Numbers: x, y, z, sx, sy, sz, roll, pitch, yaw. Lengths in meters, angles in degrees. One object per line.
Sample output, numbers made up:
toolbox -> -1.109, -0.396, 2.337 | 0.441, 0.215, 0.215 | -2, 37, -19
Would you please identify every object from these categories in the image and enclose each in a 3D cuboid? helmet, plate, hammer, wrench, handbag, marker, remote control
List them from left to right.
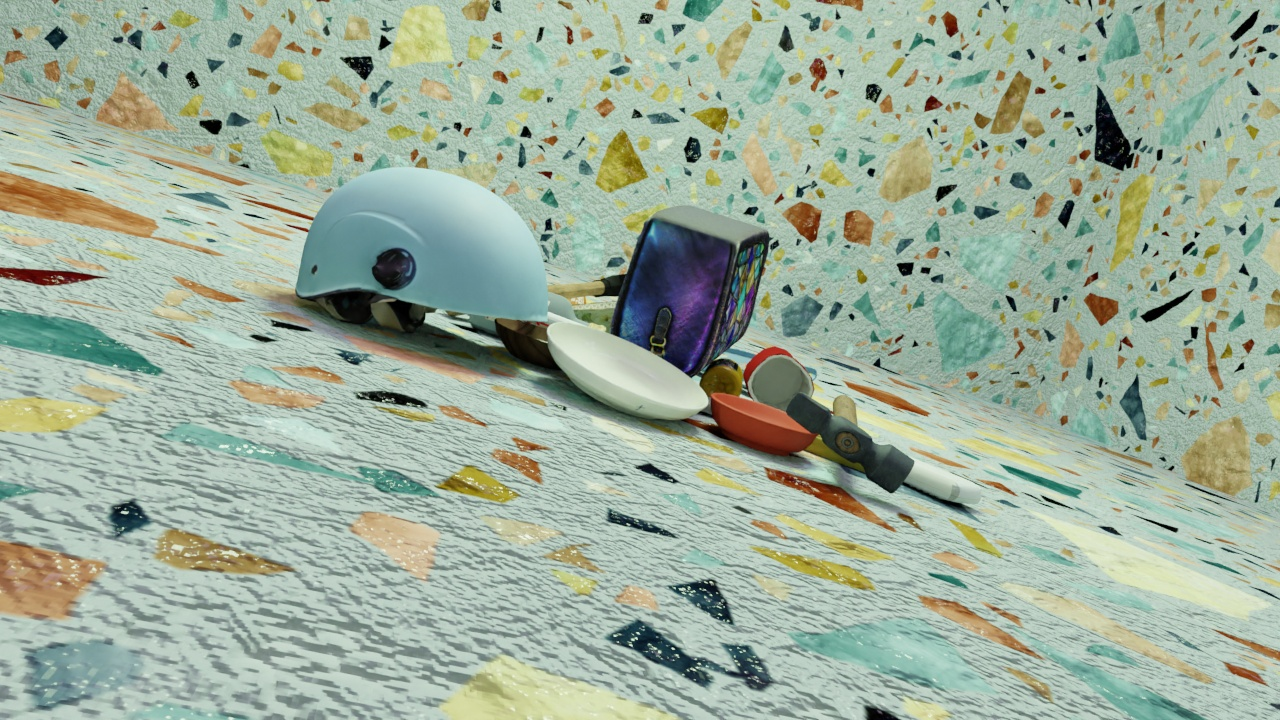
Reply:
helmet -> -0.216, -0.110, 0.947 | 0.266, 0.167, 0.225 | 14, 6, 15
hammer -> -0.125, -0.091, 1.257 | 0.304, 0.040, 0.133 | -11, 6, -41
marker -> -0.098, -0.043, 1.076 | 0.146, 0.019, 0.019 | 21, 8, 20
plate -> -0.018, 0.017, 0.949 | 0.182, 0.034, 0.182 | 24, 14, -7
handbag -> 0.062, -0.069, 1.128 | 0.125, 0.222, 0.204 | 20, 18, 15
wrench -> 0.161, 0.081, 1.052 | 0.273, 0.018, 0.083 | 20, 7, 17
hammer -> 0.229, 0.067, 1.028 | 0.129, 0.040, 0.321 | 35, 10, 8
remote control -> 0.315, 0.129, 1.042 | 0.060, 0.025, 0.139 | 12, 7, -42

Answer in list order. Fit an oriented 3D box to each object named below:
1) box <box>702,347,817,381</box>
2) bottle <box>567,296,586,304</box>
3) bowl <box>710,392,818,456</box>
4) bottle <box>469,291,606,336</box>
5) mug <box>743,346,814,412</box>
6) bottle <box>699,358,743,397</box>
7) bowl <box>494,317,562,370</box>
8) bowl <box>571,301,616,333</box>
box -> 0.156, 0.015, 1.409 | 0.209, 0.039, 0.126 | 16, 17, 36
bottle -> -0.109, -0.069, 1.379 | 0.059, 0.059, 0.167 | 17, 16, -11
bowl -> 0.127, 0.071, 0.976 | 0.122, 0.035, 0.122 | 18, 7, -3
bottle -> -0.123, -0.050, 1.126 | 0.161, 0.072, 0.046 | 19, -9, 3
mug -> 0.196, 0.041, 1.244 | 0.116, 0.080, 0.096 | 47, 7, -2
bottle -> 0.109, 0.025, 1.210 | 0.053, 0.053, 0.186 | 19, 7, 6
bowl -> -0.112, -0.014, 1.042 | 0.119, 0.032, 0.119 | 18, 7, -3
bowl -> -0.048, -0.046, 1.235 | 0.145, 0.063, 0.145 | -4, 6, 0
